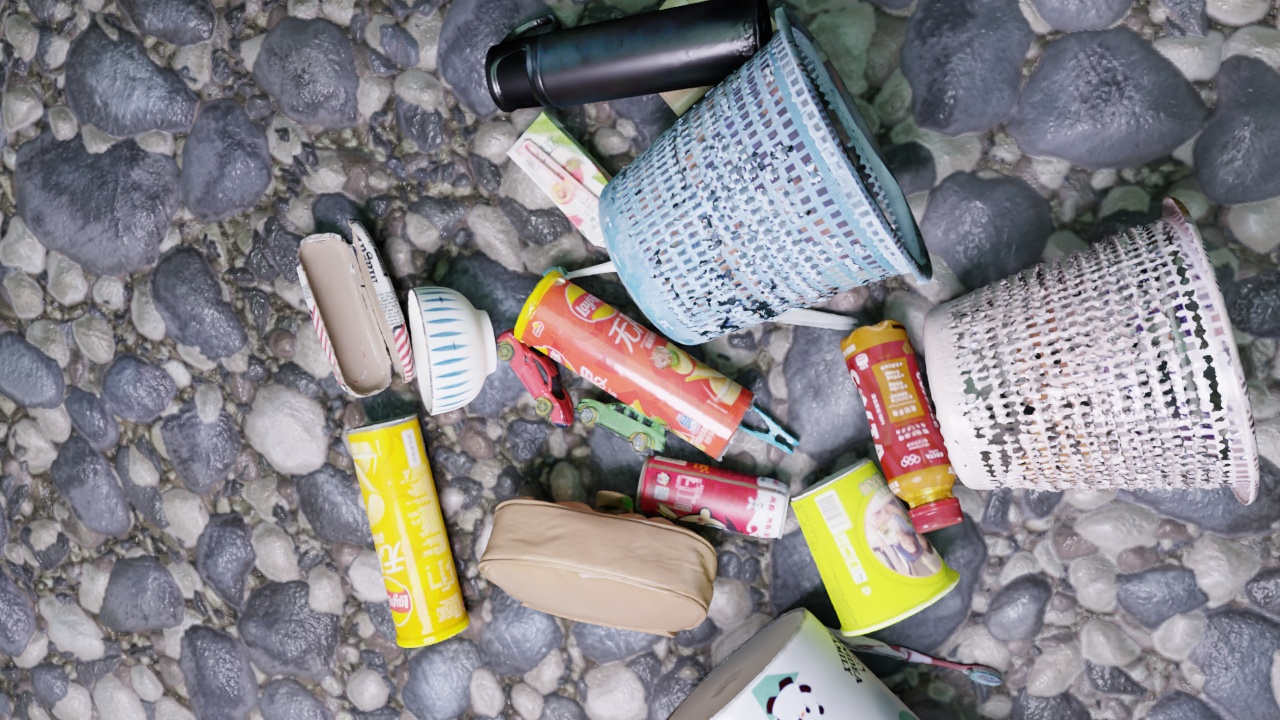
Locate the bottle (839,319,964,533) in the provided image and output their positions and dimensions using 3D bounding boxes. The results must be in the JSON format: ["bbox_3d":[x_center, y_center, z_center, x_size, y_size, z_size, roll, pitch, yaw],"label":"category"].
[{"bbox_3d":[0.221,0.055,0.766,0.057,0.057,0.174,-19,73,12],"label":"bottle"}]

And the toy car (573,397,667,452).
[{"bbox_3d":[-0.018,0.058,0.844,0.091,0.043,0.036,23,83,0],"label":"toy car"}]

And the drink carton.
[{"bbox_3d":[-0.060,-0.163,0.829,0.053,0.045,0.122,-45,86,12],"label":"drink carton"}]

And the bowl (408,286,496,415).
[{"bbox_3d":[-0.170,-0.012,0.840,0.066,0.116,0.116,-9,94,-20],"label":"bowl"}]

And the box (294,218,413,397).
[{"bbox_3d":[-0.257,-0.052,0.864,0.088,0.076,0.162,-20,88,36],"label":"box"}]

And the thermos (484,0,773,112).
[{"bbox_3d":[-0.012,-0.270,0.784,0.243,0.068,0.090,-2,75,19],"label":"thermos"}]

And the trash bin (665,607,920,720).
[{"bbox_3d":[0.155,0.362,0.761,0.230,0.229,0.252,-43,81,12],"label":"trash bin"}]

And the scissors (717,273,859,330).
[{"bbox_3d":[0.112,-0.056,0.825,0.175,0.012,0.108,-15,93,11],"label":"scissors"}]

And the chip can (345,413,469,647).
[{"bbox_3d":[-0.223,0.161,0.879,0.072,0.072,0.213,-12,93,12],"label":"chip can"}]

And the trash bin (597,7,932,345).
[{"bbox_3d":[0.084,-0.119,0.709,0.195,0.226,0.226,-27,90,24],"label":"trash bin"}]

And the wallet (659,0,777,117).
[{"bbox_3d":[0.050,-0.286,0.808,0.115,0.024,0.087,-40,84,14],"label":"wallet"}]

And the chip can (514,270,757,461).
[{"bbox_3d":[-0.005,0.005,0.818,0.216,0.073,0.073,32,100,2],"label":"chip can"}]

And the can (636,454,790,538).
[{"bbox_3d":[0.066,0.123,0.830,0.133,0.053,0.053,10,97,9],"label":"can"}]

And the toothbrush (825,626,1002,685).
[{"bbox_3d":[0.231,0.267,0.831,0.188,0.017,0.016,12,97,9],"label":"toothbrush"}]

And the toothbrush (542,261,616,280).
[{"bbox_3d":[0.019,-0.096,0.831,0.225,0.027,0.026,-11,52,12],"label":"toothbrush"}]

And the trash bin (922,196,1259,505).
[{"bbox_3d":[0.330,0.011,0.701,0.192,0.227,0.227,-14,93,24],"label":"trash bin"}]

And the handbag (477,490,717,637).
[{"bbox_3d":[-0.034,0.181,0.821,0.204,0.148,0.099,10,58,9],"label":"handbag"}]

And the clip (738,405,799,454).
[{"bbox_3d":[0.119,0.065,0.835,0.056,0.014,0.039,31,101,6],"label":"clip"}]

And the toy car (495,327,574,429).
[{"bbox_3d":[-0.094,0.016,0.852,0.031,0.049,0.106,-33,88,13],"label":"toy car"}]

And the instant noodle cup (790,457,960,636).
[{"bbox_3d":[0.192,0.154,0.788,0.112,0.111,0.123,-30,81,12],"label":"instant noodle cup"}]
